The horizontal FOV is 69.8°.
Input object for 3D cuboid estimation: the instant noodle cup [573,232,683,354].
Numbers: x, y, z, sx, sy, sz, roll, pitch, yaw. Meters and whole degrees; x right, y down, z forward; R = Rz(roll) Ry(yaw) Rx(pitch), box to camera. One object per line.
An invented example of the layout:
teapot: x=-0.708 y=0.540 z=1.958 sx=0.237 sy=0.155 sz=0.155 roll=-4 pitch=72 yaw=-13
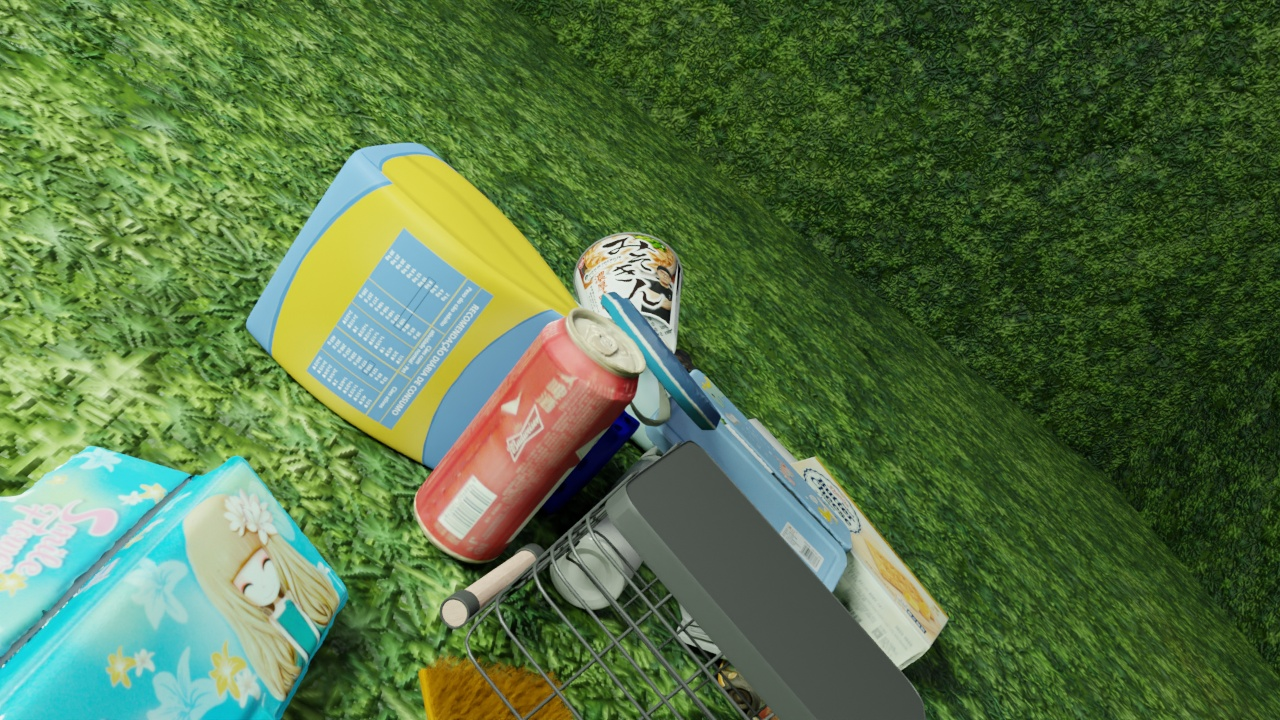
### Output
instant noodle cup: x=-0.010 y=-0.053 z=0.983 sx=0.123 sy=0.124 sz=0.121 roll=30 pitch=31 yaw=-26

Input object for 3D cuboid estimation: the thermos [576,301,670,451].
thermos: x=-0.014 y=0.026 z=0.857 sx=0.207 sy=0.078 sz=0.065 roll=40 pitch=53 yaw=4

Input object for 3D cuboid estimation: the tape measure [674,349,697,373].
tape measure: x=0.039 y=0.013 z=1.029 sx=0.067 sy=0.038 sz=0.062 roll=14 pitch=33 yaw=-52

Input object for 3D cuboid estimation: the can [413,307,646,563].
can: x=-0.069 y=0.048 z=0.556 sx=0.067 sy=0.170 sz=0.067 roll=34 pitch=22 yaw=-15

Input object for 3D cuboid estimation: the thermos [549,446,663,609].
thermos: x=-0.005 y=0.117 z=0.703 sx=0.052 sy=0.052 sz=0.223 roll=42 pitch=20 yaw=4

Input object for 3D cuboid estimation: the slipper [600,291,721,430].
slipper: x=-0.004 y=0.004 z=0.703 sx=0.118 sy=0.060 sz=0.295 roll=47 pitch=1 yaw=-12

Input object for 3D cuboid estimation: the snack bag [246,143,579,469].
snack bag: x=-0.130 y=-0.018 z=0.607 sx=0.205 sy=0.159 sz=0.102 roll=42 pitch=23 yaw=1

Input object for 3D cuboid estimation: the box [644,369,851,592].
box: x=0.101 y=0.098 z=0.784 sx=0.209 sy=0.034 sz=0.127 roll=47 pitch=33 yaw=1

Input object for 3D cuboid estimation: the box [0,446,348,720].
box: x=-0.215 y=0.104 z=0.334 sx=0.182 sy=0.072 sz=0.226 roll=38 pitch=20 yaw=-11

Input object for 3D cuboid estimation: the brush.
brush: x=-0.059 y=0.190 z=0.499 sx=0.126 sy=0.017 sz=0.048 roll=24 pitch=25 yaw=-38

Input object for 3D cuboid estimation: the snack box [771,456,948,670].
snack box: x=0.200 y=0.192 z=0.886 sx=0.208 sy=0.058 sz=0.104 roll=52 pitch=22 yaw=18

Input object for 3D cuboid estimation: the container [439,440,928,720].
container: x=0.032 y=0.171 z=0.492 sx=0.241 sy=0.130 sz=0.162 roll=48 pitch=14 yaw=8

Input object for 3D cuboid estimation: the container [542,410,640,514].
container: x=-0.072 y=0.043 z=0.694 sx=0.113 sy=0.085 sz=0.085 roll=43 pitch=19 yaw=6

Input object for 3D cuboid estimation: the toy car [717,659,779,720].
toy car: x=0.109 y=0.242 z=0.648 sx=0.112 sy=0.047 sz=0.047 roll=38 pitch=17 yaw=4

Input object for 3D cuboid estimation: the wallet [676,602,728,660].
wallet: x=0.067 y=0.183 z=0.688 sx=0.115 sy=0.037 sz=0.118 roll=15 pitch=12 yaw=14

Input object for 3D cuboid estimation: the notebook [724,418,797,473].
notebook: x=0.138 y=0.124 z=1.014 sx=0.142 sy=0.009 sz=0.209 roll=47 pitch=20 yaw=19
